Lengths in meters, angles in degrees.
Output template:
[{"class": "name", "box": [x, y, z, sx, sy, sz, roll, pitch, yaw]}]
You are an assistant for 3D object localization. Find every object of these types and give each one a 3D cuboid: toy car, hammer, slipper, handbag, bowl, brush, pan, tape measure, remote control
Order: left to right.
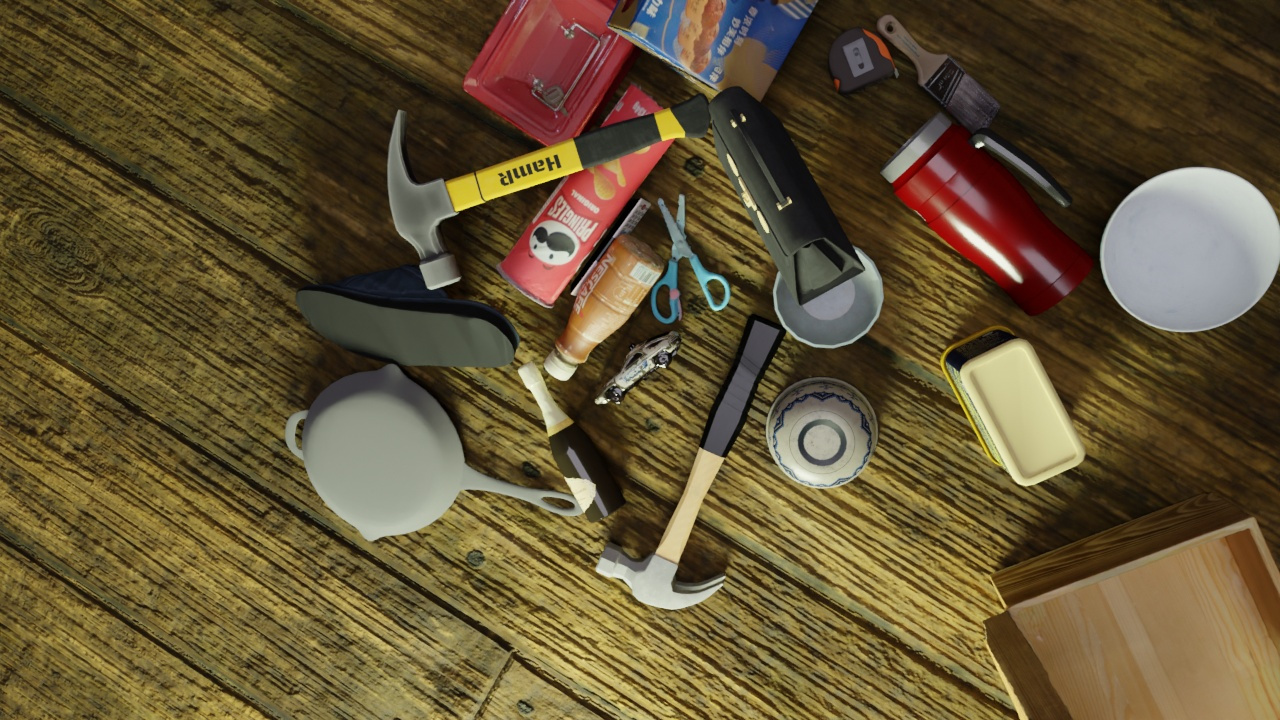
[{"class": "slipper", "box": [-0.241, -0.056, 0.988, 0.266, 0.083, 0.109, 5, 142, 21]}, {"class": "pan", "box": [-0.235, 0.124, 1.025, 0.354, 0.024, 0.217, 14, 106, 6]}, {"class": "hammer", "box": [-0.089, -0.194, 0.882, 0.325, 0.034, 0.170, -17, 100, 6]}, {"class": "remote control", "box": [-0.033, -0.119, 0.962, 0.012, 0.028, 0.124, 41, 103, 17]}, {"class": "toy car", "box": [-0.006, 0.006, 0.961, 0.113, 0.048, 0.040, -38, 93, 13]}, {"class": "hammer", "box": [0.070, 0.109, 0.967, 0.131, 0.039, 0.328, 23, 100, 6]}, {"class": "handbag", "box": [0.117, -0.161, 0.817, 0.072, 0.195, 0.175, -29, 72, 12]}, {"class": "bowl", "box": [0.183, 0.077, 0.929, 0.115, 0.059, 0.115, 1, 97, 11]}, {"class": "bowl", "box": [0.187, -0.067, 0.920, 0.106, 0.039, 0.106, 1, 97, 11]}, {"class": "tape measure", "box": [0.211, -0.291, 0.888, 0.058, 0.038, 0.059, -21, 93, 12]}, {"class": "brush", "box": [0.283, -0.275, 0.878, 0.151, 0.012, 0.039, 40, 100, -6]}, {"class": "bowl", "box": [0.489, -0.101, 0.841, 0.144, 0.074, 0.144, 1, 97, 11]}]

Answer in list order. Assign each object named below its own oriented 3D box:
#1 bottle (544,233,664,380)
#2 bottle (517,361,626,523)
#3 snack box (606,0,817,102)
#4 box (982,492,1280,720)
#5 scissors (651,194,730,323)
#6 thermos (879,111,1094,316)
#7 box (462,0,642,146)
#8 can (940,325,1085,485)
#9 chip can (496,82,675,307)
[{"class": "bottle", "box": [-0.043, -0.051, 0.957, 0.059, 0.059, 0.167, 38, 107, 4]}, {"class": "bottle", "box": [-0.079, 0.084, 0.987, 0.045, 0.045, 0.184, -29, 91, 13]}, {"class": "snack box", "box": [0.087, -0.360, 0.849, 0.155, 0.069, 0.203, 23, 104, -32]}, {"class": "box", "box": [0.458, 0.327, 0.775, 0.286, 0.335, 0.279, -25, 93, 14]}, {"class": "scissors", "box": [0.056, -0.108, 0.954, 0.095, 0.015, 0.142, 4, 102, 11]}, {"class": "thermos", "box": [0.329, -0.143, 0.854, 0.198, 0.083, 0.108, 44, 137, 1]}, {"class": "box", "box": [-0.084, -0.302, 0.922, 0.130, 0.097, 0.158, 36, 99, 0]}, {"class": "can", "box": [0.351, 0.041, 0.870, 0.075, 0.104, 0.135, -28, 91, 13]}, {"class": "chip can", "box": [-0.051, -0.167, 0.937, 0.073, 0.073, 0.233, 39, 101, 4]}]
